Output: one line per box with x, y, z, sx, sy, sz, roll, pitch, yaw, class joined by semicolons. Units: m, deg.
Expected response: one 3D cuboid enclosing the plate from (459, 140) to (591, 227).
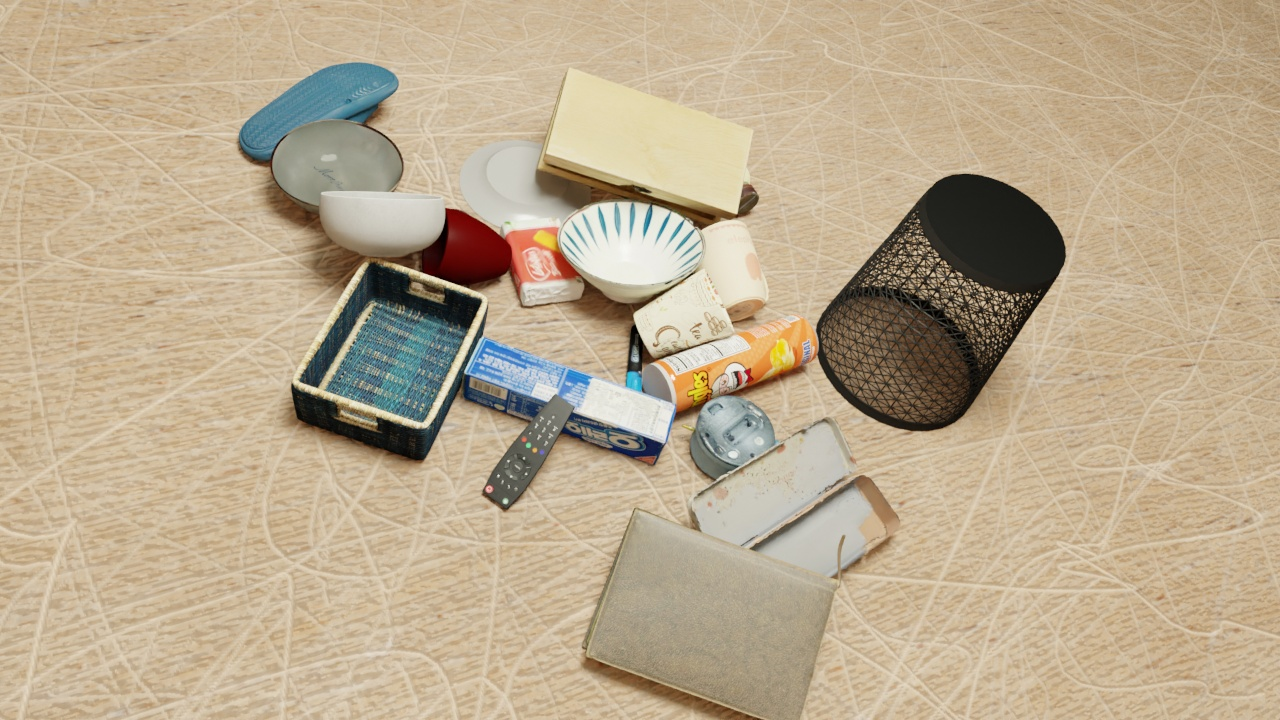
-0.148;-0.235;1.199;0.172;0.019;0.172;7;53;-10;plate

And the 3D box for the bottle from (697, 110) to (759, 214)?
0.108;-0.273;1.273;0.056;0.057;0.162;-16;61;-25;bottle

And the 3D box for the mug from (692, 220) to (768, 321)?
0.120;-0.105;1.148;0.111;0.085;0.104;8;58;-46;mug

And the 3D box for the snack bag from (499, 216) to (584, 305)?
-0.120;-0.121;1.113;0.077;0.036;0.115;-8;58;-21;snack bag

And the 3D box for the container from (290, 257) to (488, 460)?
-0.258;-0.003;0.967;0.145;0.071;0.186;19;52;-2;container

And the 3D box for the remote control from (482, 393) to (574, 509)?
-0.113;0.092;0.939;0.039;0.010;0.124;34;85;10;remote control

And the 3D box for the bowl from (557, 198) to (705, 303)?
-0.013;-0.119;1.109;0.177;0.071;0.177;4;42;-3;bowl

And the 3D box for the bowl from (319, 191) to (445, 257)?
-0.281;-0.148;1.003;0.132;0.064;0.131;3;13;-1;bowl

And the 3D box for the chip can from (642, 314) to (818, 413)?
0.107;0.003;1.068;0.210;0.062;0.062;-19;62;-26;chip can

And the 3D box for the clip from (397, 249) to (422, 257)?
-0.274;-0.145;1.100;0.058;0.022;0.038;-13;56;-30;clip

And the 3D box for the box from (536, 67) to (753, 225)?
0.009;-0.267;1.153;0.248;0.140;0.122;16;11;-12;box

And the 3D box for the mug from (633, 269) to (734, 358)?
0.046;-0.059;1.083;0.097;0.081;0.121;-25;31;9;mug

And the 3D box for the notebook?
0.077;0.225;0.875;0.215;0.034;0.190;21;76;1;notebook

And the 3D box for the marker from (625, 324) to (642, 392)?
-0.006;0.006;1.066;0.018;0.015;0.122;10;52;-9;marker

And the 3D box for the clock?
0.109;0.097;1.008;0.088;0.052;0.124;-34;70;-34;clock

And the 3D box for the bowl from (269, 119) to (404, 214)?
-0.363;-0.219;1.104;0.150;0.057;0.150;8;54;-11;bowl

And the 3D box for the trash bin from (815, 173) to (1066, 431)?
0.352;-0.073;1.076;0.217;0.244;0.216;7;53;-10;trash bin

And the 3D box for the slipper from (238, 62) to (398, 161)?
-0.406;-0.314;1.163;0.213;0.059;0.104;-36;61;-18;slipper

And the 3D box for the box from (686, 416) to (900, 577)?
0.162;0.161;0.962;0.216;0.059;0.154;-27;79;-29;box

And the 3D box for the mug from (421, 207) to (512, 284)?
-0.201;-0.137;1.080;0.088;0.087;0.114;10;45;-31;mug

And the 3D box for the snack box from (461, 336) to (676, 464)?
-0.078;0.044;0.992;0.226;0.059;0.059;19;55;0;snack box
